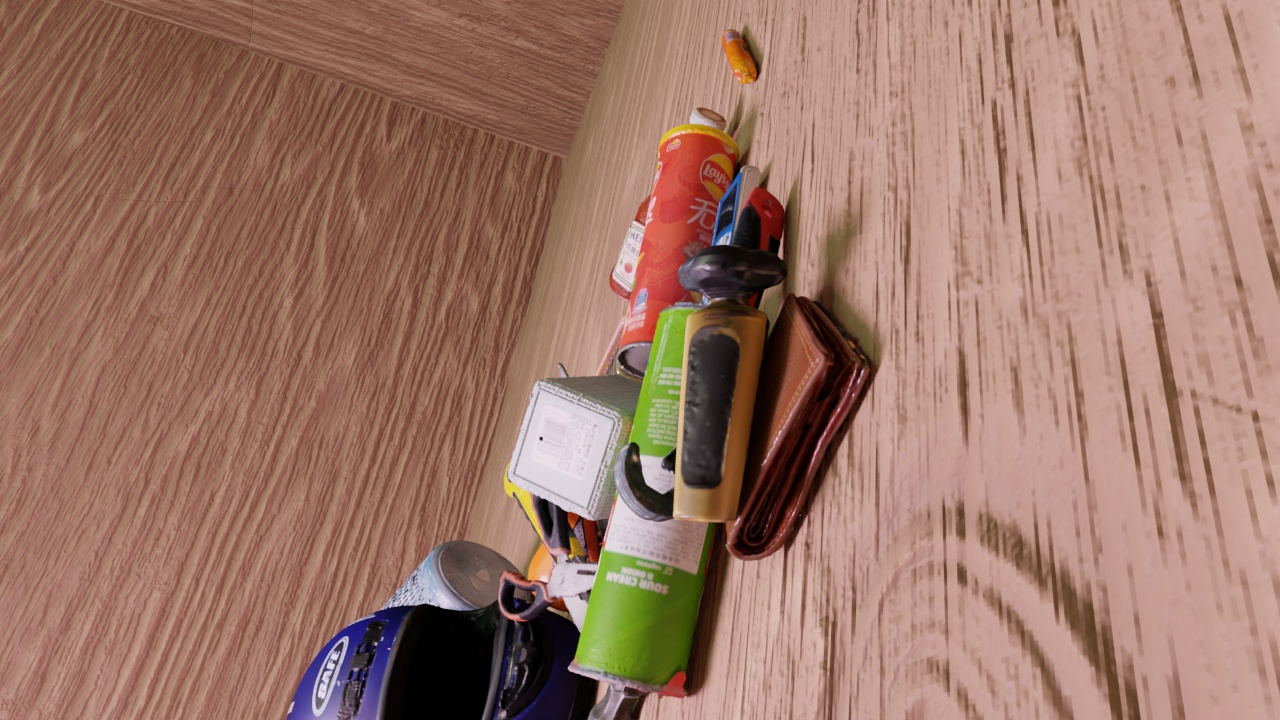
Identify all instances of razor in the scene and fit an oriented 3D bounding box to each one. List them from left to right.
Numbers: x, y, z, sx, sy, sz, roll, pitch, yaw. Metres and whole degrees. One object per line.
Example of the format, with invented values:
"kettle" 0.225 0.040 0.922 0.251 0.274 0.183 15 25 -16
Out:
"razor" 0.041 0.008 0.481 0.068 0.062 0.167 62 -148 -55

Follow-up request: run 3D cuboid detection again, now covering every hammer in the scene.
"hammer" -0.057 0.156 0.750 0.323 0.032 0.126 41 112 61

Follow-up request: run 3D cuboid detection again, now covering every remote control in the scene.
"remote control" 0.069 -0.085 0.699 0.049 0.024 0.124 130 153 -64

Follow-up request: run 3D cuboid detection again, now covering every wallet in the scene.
"wallet" 0.074 0.033 0.491 0.101 0.032 0.125 -93 23 -68

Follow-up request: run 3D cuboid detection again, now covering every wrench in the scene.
"wrench" 0.049 -0.015 0.550 0.016 0.056 0.272 -35 23 47

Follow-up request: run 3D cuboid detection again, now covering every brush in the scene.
"brush" -0.005 0.005 0.836 0.146 0.063 0.072 120 159 -56

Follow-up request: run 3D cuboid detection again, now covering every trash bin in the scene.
"trash bin" -0.251 0.356 1.210 0.195 0.226 0.226 -56 16 18

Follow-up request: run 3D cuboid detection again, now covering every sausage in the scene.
"sausage" 0.095 -0.296 0.891 0.164 0.021 0.021 -91 21 -58

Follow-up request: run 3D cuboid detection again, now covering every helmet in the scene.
"helmet" -0.197 0.336 0.834 0.246 0.240 0.316 -88 19 -48

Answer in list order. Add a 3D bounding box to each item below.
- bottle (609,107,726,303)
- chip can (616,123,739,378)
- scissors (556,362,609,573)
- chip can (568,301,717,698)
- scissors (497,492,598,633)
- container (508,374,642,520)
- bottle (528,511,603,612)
"bottle" 0.028 -0.148 0.903 0.059 0.059 0.207 -90 21 -55
"chip can" 0.033 -0.090 0.764 0.073 0.073 0.216 130 154 -64
"scissors" -0.034 0.083 0.795 0.230 0.021 0.220 -38 53 48
"chip can" 0.019 0.084 0.576 0.072 0.072 0.235 139 146 -70
"scissors" -0.067 0.162 0.711 0.189 0.015 0.226 -58 31 31
"container" -0.027 0.062 0.663 0.111 0.090 0.090 5 -76 -64
"bottle" -0.050 0.156 0.849 0.149 0.066 0.066 -64 12 8
